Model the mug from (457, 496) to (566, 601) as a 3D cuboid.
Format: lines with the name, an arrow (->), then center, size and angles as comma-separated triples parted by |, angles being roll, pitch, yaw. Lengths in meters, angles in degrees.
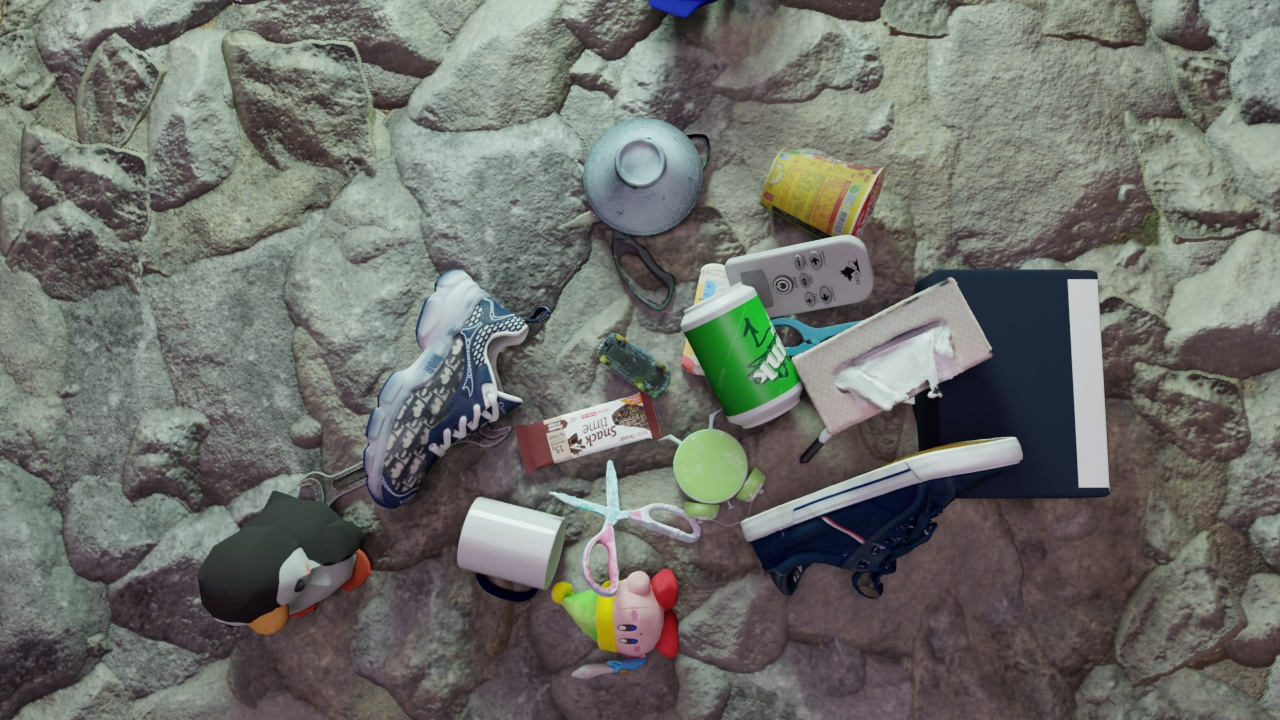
mug -> -0.140, 0.212, 0.995 | 0.097, 0.078, 0.112 | 13, 113, 6

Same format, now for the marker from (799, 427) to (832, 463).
marker -> 0.220, 0.055, 0.983 | 0.011, 0.011, 0.152 | 40, 108, 8

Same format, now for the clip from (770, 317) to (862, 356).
clip -> 0.189, -0.026, 0.994 | 0.116, 0.026, 0.097 | 17, 92, 23

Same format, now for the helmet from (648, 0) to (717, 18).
helmet -> 0.067, -0.490, 0.969 | 0.148, 0.228, 0.241 | 17, 87, -3

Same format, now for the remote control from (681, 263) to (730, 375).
remote control -> 0.076, -0.046, 1.027 | 0.038, 0.018, 0.125 | 12, 87, 6

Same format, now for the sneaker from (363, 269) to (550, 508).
sneaker -> -0.198, 0.042, 0.995 | 0.132, 0.103, 0.269 | 20, 78, 5

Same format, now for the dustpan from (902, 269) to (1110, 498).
dustpan -> 0.339, 0.027, 0.978 | 0.273, 0.080, 0.236 | 0, 84, -1

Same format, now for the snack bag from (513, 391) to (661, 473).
snack bag -> -0.060, 0.080, 1.027 | 0.158, 0.013, 0.057 | -15, 84, 3

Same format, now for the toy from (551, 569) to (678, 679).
toy -> -0.026, 0.275, 0.983 | 0.131, 0.096, 0.124 | -5, 112, -7

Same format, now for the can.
can -> 0.107, -0.005, 0.974 | 0.088, 0.088, 0.140 | -27, 93, 2

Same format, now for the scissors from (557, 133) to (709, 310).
scissors -> 0.013, -0.173, 1.048 | 0.205, 0.015, 0.201 | -37, 84, 1

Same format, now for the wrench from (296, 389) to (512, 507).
wrench -> -0.269, 0.107, 1.044 | 0.273, 0.010, 0.070 | -25, 82, 2

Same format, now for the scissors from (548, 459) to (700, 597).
scissors -> -0.014, 0.177, 0.974 | 0.176, 0.013, 0.170 | 10, 43, -16

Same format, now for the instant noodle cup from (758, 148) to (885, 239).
instant noodle cup -> 0.195, -0.182, 0.997 | 0.112, 0.100, 0.100 | 26, 87, 16

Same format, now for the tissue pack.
tissue pack -> 0.254, 0.001, 0.922 | 0.181, 0.071, 0.104 | -27, 80, 12

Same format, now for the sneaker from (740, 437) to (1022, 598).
sneaker -> 0.247, 0.166, 0.907 | 0.295, 0.120, 0.127 | -30, 75, 30

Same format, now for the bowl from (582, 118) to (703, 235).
bowl -> 0.001, -0.211, 1.015 | 0.137, 0.057, 0.137 | 0, 85, 3

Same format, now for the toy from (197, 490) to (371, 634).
toy -> -0.387, 0.207, 0.951 | 0.159, 0.184, 0.140 | -28, 87, 3

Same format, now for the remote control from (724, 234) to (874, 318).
remote control -> 0.170, -0.086, 0.980 | 0.151, 0.019, 0.074 | -9, 117, 25

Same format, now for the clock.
clock -> 0.079, 0.122, 0.996 | 0.094, 0.042, 0.119 | -28, 83, 3

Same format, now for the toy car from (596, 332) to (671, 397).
toy car -> -0.006, 0.006, 1.023 | 0.090, 0.027, 0.038 | 35, 85, 9
